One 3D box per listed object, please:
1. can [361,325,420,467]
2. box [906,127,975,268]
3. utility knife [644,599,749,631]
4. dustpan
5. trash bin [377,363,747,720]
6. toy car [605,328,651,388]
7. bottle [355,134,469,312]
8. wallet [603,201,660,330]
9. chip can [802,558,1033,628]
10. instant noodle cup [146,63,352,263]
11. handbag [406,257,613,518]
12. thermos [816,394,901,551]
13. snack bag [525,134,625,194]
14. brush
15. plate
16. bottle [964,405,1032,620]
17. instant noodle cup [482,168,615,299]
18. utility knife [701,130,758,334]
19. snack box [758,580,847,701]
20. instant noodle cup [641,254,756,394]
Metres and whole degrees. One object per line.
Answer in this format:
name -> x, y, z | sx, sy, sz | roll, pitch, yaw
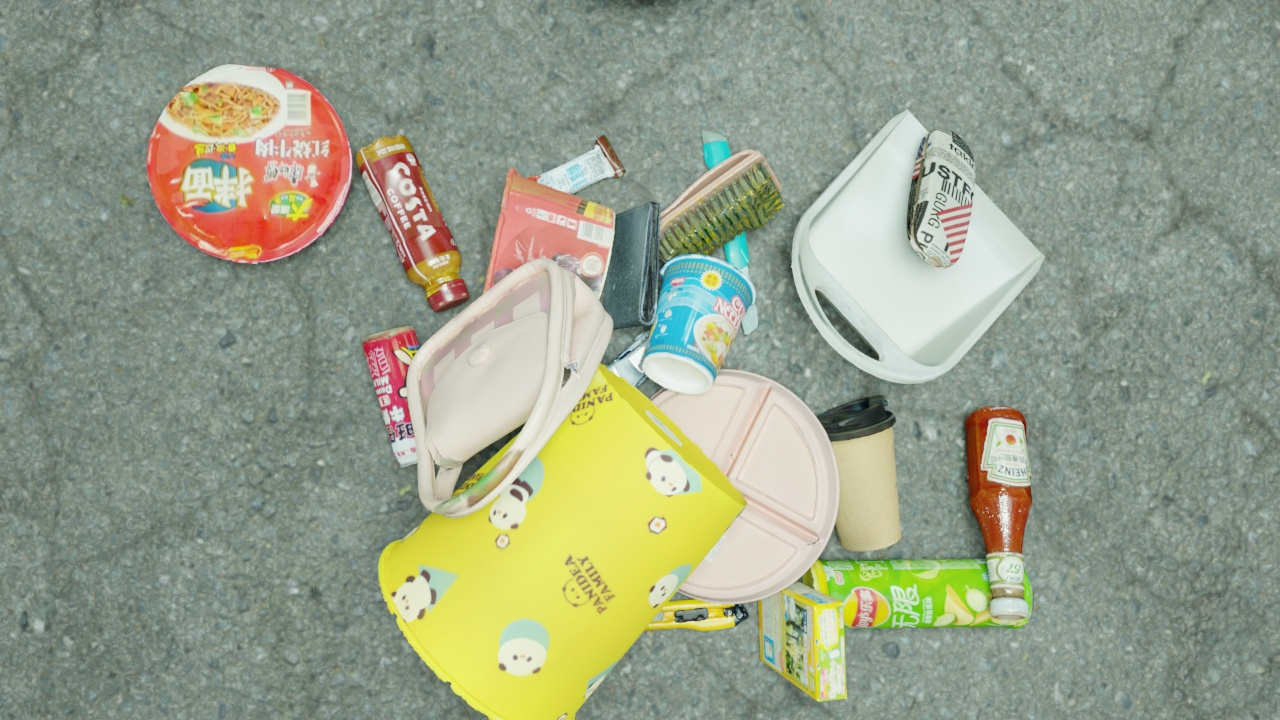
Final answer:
can -> -0.233, 0.036, 0.912 | 0.053, 0.053, 0.132 | -17, 89, -3
box -> 0.299, -0.163, 0.903 | 0.068, 0.051, 0.163 | 35, 56, -32
utility knife -> 0.026, 0.263, 0.935 | 0.171, 0.015, 0.033 | -4, 86, -2
dustpan -> 0.263, -0.101, 0.895 | 0.257, 0.142, 0.222 | -43, 91, -2
trash bin -> -0.059, 0.155, 0.813 | 0.229, 0.229, 0.255 | 43, 94, -1
toy car -> -0.006, 0.005, 0.934 | 0.090, 0.034, 0.043 | -41, 94, -2
bottle -> -0.224, -0.134, 0.916 | 0.057, 0.057, 0.175 | -24, 90, -3
wallet -> -0.011, -0.091, 0.907 | 0.019, 0.097, 0.121 | 6, 87, -27
chip can -> 0.276, 0.233, 0.918 | 0.221, 0.072, 0.072 | 0, 88, -2
instant noodle cup -> -0.375, -0.189, 0.908 | 0.194, 0.066, 0.194 | 0, 89, -2
handbag -> -0.121, 0.038, 0.773 | 0.194, 0.233, 0.093 | -33, 121, 24
thermos -> 0.217, 0.112, 0.915 | 0.093, 0.093, 0.143 | -14, 96, -3
snack bag -> -0.070, -0.187, 0.939 | 0.104, 0.026, 0.048 | -31, 96, -4
brush -> 0.069, -0.150, 0.921 | 0.146, 0.063, 0.073 | -33, 54, 11
plate -> 0.076, 0.122, 0.892 | 0.230, 0.028, 0.229 | -2, 84, 20
bottle -> 0.353, 0.147, 0.897 | 0.060, 0.060, 0.205 | 7, 65, -2
instant noodle cup -> -0.089, -0.104, 0.887 | 0.108, 0.138, 0.138 | 12, 88, -10
utility knife -> 0.094, -0.134, 0.951 | 0.029, 0.013, 0.218 | -10, 86, -1
snack box -> 0.152, 0.261, 0.878 | 0.033, 0.140, 0.087 | -2, 88, -12
instant noodle cup -> 0.051, -0.030, 0.887 | 0.099, 0.099, 0.109 | 21, 64, -2
